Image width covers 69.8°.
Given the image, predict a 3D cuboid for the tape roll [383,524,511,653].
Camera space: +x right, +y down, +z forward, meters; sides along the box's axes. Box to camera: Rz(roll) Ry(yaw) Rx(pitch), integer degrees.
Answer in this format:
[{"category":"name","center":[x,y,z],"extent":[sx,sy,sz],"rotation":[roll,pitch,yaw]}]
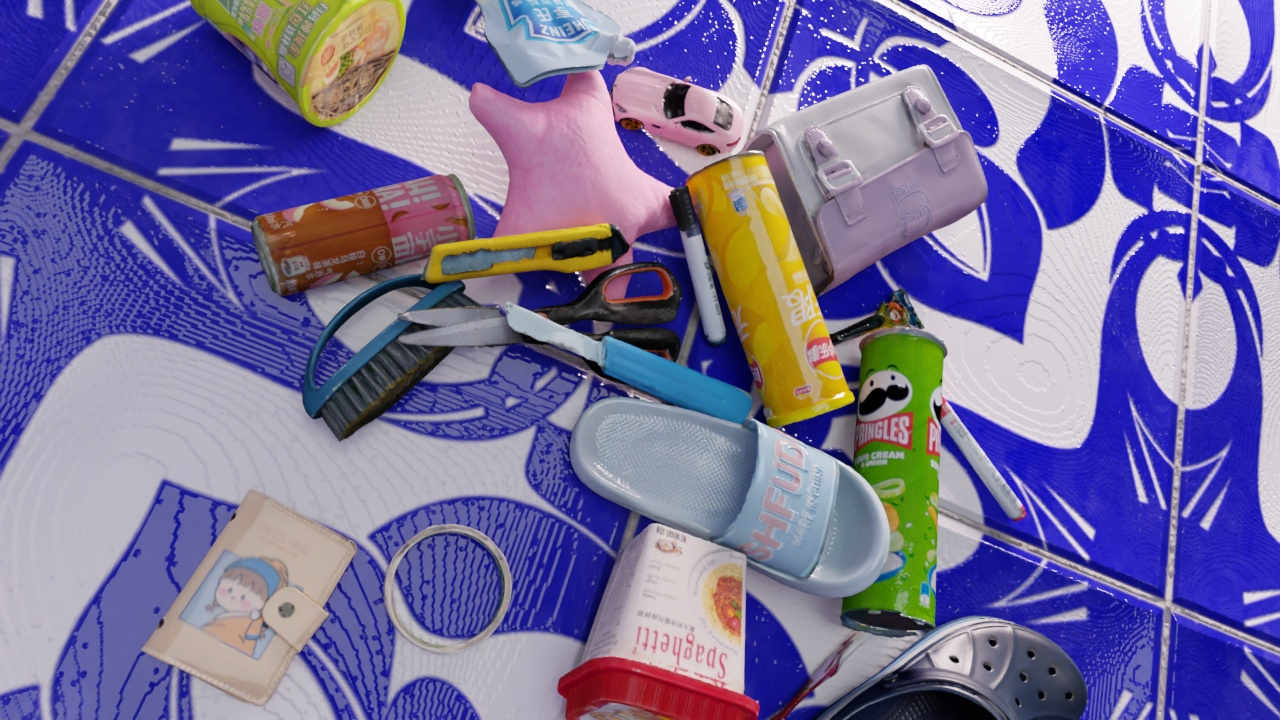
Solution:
[{"category":"tape roll","center":[-0.132,0.156,0.630],"extent":[0.085,0.014,0.085],"rotation":[6,71,-17]}]

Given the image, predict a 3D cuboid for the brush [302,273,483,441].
[{"category":"brush","center":[-0.179,-0.013,0.644],"extent":[0.073,0.055,0.143],"rotation":[46,65,-2]}]

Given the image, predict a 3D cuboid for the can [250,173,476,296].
[{"category":"can","center":[-0.198,-0.092,0.661],"extent":[0.147,0.058,0.058],"rotation":[-19,80,-23]}]

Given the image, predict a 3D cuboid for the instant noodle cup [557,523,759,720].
[{"category":"instant noodle cup","center":[0.017,0.188,0.623],"extent":[0.116,0.117,0.124],"rotation":[21,56,-12]}]

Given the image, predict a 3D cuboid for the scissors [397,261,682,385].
[{"category":"scissors","center":[-0.063,-0.011,0.668],"extent":[0.234,0.022,0.152],"rotation":[-28,112,-26]}]

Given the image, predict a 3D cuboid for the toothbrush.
[{"category":"toothbrush","center":[0.150,0.235,0.702],"extent":[0.187,0.016,0.017],"rotation":[-35,103,-26]}]

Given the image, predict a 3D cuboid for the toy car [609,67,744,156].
[{"category":"toy car","center":[0.033,-0.217,0.794],"extent":[0.122,0.037,0.056],"rotation":[15,67,-13]}]

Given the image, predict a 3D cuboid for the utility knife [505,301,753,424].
[{"category":"utility knife","center":[-0.004,0.004,0.686],"extent":[0.225,0.018,0.034],"rotation":[24,74,-30]}]

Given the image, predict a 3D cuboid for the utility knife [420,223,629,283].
[{"category":"utility knife","center":[-0.080,-0.075,0.659],"extent":[0.156,0.015,0.033],"rotation":[-10,108,-19]}]

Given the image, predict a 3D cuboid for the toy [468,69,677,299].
[{"category":"toy","center":[-0.060,-0.134,0.702],"extent":[0.178,0.075,0.194],"rotation":[-48,111,-25]}]

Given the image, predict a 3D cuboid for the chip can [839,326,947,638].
[{"category":"chip can","center":[0.202,0.093,0.725],"extent":[0.072,0.072,0.235],"rotation":[17,65,-13]}]

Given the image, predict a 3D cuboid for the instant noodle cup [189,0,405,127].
[{"category":"instant noodle cup","center":[-0.257,-0.253,0.671],"extent":[0.123,0.112,0.111],"rotation":[36,65,3]}]

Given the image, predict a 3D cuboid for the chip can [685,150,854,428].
[{"category":"chip can","center":[0.103,-0.056,0.735],"extent":[0.072,0.072,0.213],"rotation":[-16,85,-23]}]

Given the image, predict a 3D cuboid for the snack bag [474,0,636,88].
[{"category":"snack bag","center":[-0.087,-0.279,0.728],"extent":[0.110,0.039,0.191],"rotation":[-14,51,-32]}]

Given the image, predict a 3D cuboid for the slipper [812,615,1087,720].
[{"category":"slipper","center":[0.229,0.264,0.679],"extent":[0.252,0.095,0.105],"rotation":[-16,82,-19]}]

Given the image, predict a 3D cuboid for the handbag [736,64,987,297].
[{"category":"handbag","center":[0.197,-0.160,0.803],"extent":[0.196,0.099,0.145],"rotation":[-28,89,-24]}]

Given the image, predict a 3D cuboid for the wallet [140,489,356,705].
[{"category":"wallet","center":[-0.244,0.152,0.588],"extent":[0.087,0.024,0.115],"rotation":[29,65,-3]}]

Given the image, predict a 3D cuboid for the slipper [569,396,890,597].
[{"category":"slipper","center":[0.066,0.086,0.666],"extent":[0.245,0.074,0.103],"rotation":[20,67,5]}]

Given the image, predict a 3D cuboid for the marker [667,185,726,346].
[{"category":"marker","center":[0.046,-0.075,0.737],"extent":[0.022,0.018,0.131],"rotation":[-26,106,-44]}]

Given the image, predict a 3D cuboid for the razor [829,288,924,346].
[{"category":"razor","center":[0.187,-0.027,0.794],"extent":[0.142,0.022,0.042],"rotation":[-20,79,-23]}]

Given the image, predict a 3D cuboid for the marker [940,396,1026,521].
[{"category":"marker","center":[0.287,0.077,0.799],"extent":[0.017,0.017,0.145],"rotation":[-33,86,-25]}]
